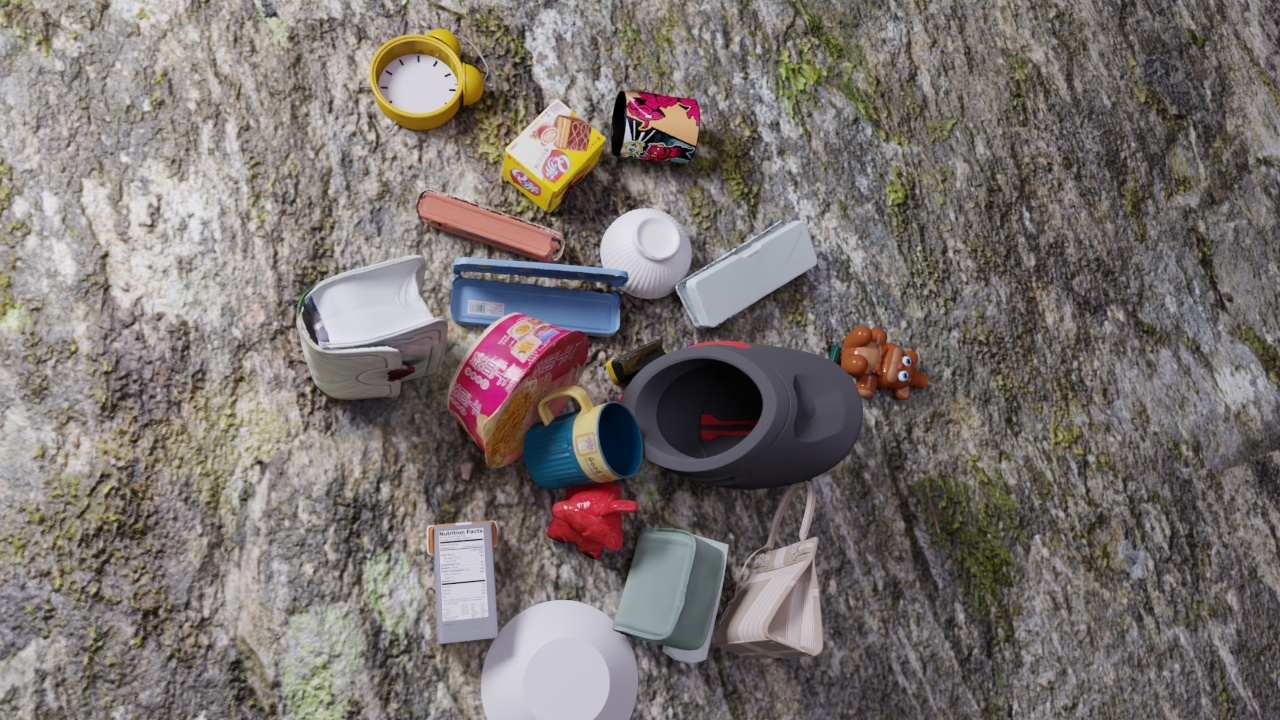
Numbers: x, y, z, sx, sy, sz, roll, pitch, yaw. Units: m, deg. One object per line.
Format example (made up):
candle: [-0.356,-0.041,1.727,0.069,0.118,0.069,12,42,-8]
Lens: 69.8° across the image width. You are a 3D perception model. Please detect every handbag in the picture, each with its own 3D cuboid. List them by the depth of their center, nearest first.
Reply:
handbag: [-0.282,-0.022,0.965,0.141,0.199,0.096,-20,81,-18]
handbag: [0.031,0.251,1.017,0.067,0.106,0.121,33,65,-40]
handbag: [0.158,0.225,1.019,0.062,0.176,0.197,23,67,-7]

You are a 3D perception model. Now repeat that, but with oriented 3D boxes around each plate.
plate: [-0.083,0.348,0.992,0.174,0.036,0.173,4,73,-13]

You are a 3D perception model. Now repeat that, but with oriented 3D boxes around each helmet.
helmet: [0.122,0.065,1.048,0.265,0.169,0.164,-5,76,28]

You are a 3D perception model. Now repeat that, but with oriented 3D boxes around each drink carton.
drink carton: [-0.189,0.238,0.990,0.076,0.049,0.124,-2,74,-15]

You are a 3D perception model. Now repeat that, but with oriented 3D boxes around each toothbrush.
toothbrush: [0.230,0.066,1.166,0.017,0.016,0.189,15,70,9]

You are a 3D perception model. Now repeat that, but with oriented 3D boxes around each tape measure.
tape measure: [-0.007,0.006,1.099,0.065,0.064,0.037,-25,88,-29]

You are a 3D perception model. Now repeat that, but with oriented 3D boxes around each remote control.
remote control: [0.066,0.275,1.058,0.049,0.024,0.143,18,70,-9]

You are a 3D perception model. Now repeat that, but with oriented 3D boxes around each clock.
clock: [-0.265,-0.353,1.148,0.151,0.052,0.113,-31,84,-16]

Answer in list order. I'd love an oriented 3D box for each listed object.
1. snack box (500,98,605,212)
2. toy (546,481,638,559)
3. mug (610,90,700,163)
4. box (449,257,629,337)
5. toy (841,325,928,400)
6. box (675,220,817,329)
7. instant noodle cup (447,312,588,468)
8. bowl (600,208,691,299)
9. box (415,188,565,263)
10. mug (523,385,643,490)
snack box: [-0.110,-0.256,1.151,0.083,0.061,0.105,39,69,-1]
toy: [-0.046,0.156,1.015,0.088,0.133,0.093,34,59,-14]
mug: [0.015,-0.314,1.199,0.098,0.082,0.117,3,46,-14]
box: [-0.119,-0.074,1.093,0.209,0.078,0.074,3,76,-13]
toy: [0.317,0.008,1.184,0.127,0.065,0.094,20,76,-14]
box: [0.141,-0.110,1.175,0.198,0.066,0.083,-33,86,-25]
instant noodle cup: [-0.140,0.024,1.012,0.078,0.179,0.178,34,67,15]
bowl: [0.013,-0.142,1.149,0.118,0.062,0.118,4,73,-13]
box: [-0.183,-0.160,1.125,0.188,0.062,0.058,19,95,-11]
mug: [-0.069,0.081,0.997,0.113,0.107,0.083,64,35,-17]
